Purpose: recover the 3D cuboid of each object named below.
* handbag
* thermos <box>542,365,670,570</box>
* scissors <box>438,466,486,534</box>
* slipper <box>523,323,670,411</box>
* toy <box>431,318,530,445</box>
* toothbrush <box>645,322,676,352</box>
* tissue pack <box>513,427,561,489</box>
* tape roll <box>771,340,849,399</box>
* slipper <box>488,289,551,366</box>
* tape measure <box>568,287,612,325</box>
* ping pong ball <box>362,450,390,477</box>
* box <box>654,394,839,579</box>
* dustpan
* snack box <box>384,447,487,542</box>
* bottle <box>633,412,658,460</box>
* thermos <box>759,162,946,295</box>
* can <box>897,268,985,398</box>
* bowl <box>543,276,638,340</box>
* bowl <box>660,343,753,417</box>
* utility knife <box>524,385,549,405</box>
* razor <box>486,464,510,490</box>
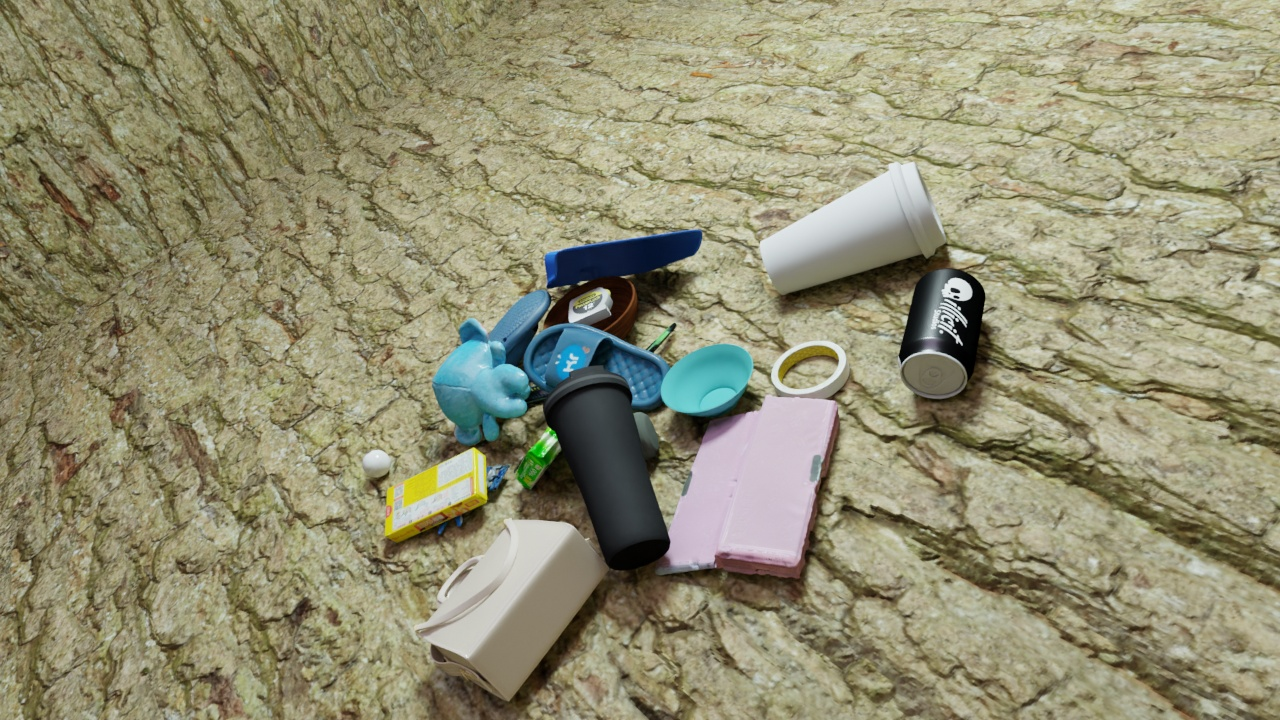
[{"bbox_3d":[-0.161,0.258,1.019,0.198,0.101,0.194,-1,42,52],"label":"handbag"},{"bbox_3d":[-0.034,0.121,1.030,0.106,0.106,0.218,-25,57,5],"label":"thermos"},{"bbox_3d":[-0.237,0.181,1.229,0.097,0.020,0.132,-31,34,2],"label":"scissors"},{"bbox_3d":[-0.060,0.006,1.227,0.214,0.059,0.103,13,81,20],"label":"slipper"},{"bbox_3d":[-0.208,0.035,1.285,0.181,0.114,0.183,7,93,41],"label":"toy"},{"bbox_3d":[-0.008,0.008,1.289,0.014,0.017,0.187,19,53,42],"label":"toothbrush"},{"bbox_3d":[-0.117,0.108,1.164,0.099,0.034,0.114,-53,-1,-31],"label":"tissue pack"},{"bbox_3d":[0.207,0.014,1.122,0.094,0.019,0.093,-19,37,14],"label":"tape roll"},{"bbox_3d":[-0.202,-0.017,1.384,0.214,0.059,0.103,-48,21,12],"label":"slipper"},{"bbox_3d":[-0.071,-0.075,1.304,0.064,0.017,0.065,-23,36,10],"label":"tape measure"},{"bbox_3d":[-0.385,0.151,1.340,0.040,0.040,0.040,-19,36,14],"label":"ping pong ball"},{"bbox_3d":[0.116,0.133,1.012,0.181,0.051,0.232,-7,41,30],"label":"box"},{"bbox_3d":[-0.071,-0.152,1.428,0.245,0.059,0.258,-12,9,-28],"label":"dustpan"},{"bbox_3d":[-0.270,0.178,1.208,0.152,0.025,0.075,-26,48,19],"label":"snack box"},{"bbox_3d":[-0.035,0.107,1.137,0.108,0.060,0.060,-20,36,12],"label":"bottle"},{"bbox_3d":[0.278,-0.165,1.220,0.222,0.131,0.131,-22,35,23],"label":"thermos"},{"bbox_3d":[0.340,-0.033,1.036,0.080,0.080,0.145,-3,42,31],"label":"can"},{"bbox_3d":[-0.062,-0.051,1.345,0.147,0.069,0.147,-19,36,15],"label":"bowl"},{"bbox_3d":[0.090,0.037,1.150,0.121,0.046,0.121,-19,36,14],"label":"bowl"},{"bbox_3d":[-0.175,0.055,1.334,0.187,0.020,0.028,-14,59,18],"label":"utility knife"},{"bbox_3d":[-0.242,0.155,1.236,0.141,0.018,0.043,-4,41,29],"label":"razor"}]
